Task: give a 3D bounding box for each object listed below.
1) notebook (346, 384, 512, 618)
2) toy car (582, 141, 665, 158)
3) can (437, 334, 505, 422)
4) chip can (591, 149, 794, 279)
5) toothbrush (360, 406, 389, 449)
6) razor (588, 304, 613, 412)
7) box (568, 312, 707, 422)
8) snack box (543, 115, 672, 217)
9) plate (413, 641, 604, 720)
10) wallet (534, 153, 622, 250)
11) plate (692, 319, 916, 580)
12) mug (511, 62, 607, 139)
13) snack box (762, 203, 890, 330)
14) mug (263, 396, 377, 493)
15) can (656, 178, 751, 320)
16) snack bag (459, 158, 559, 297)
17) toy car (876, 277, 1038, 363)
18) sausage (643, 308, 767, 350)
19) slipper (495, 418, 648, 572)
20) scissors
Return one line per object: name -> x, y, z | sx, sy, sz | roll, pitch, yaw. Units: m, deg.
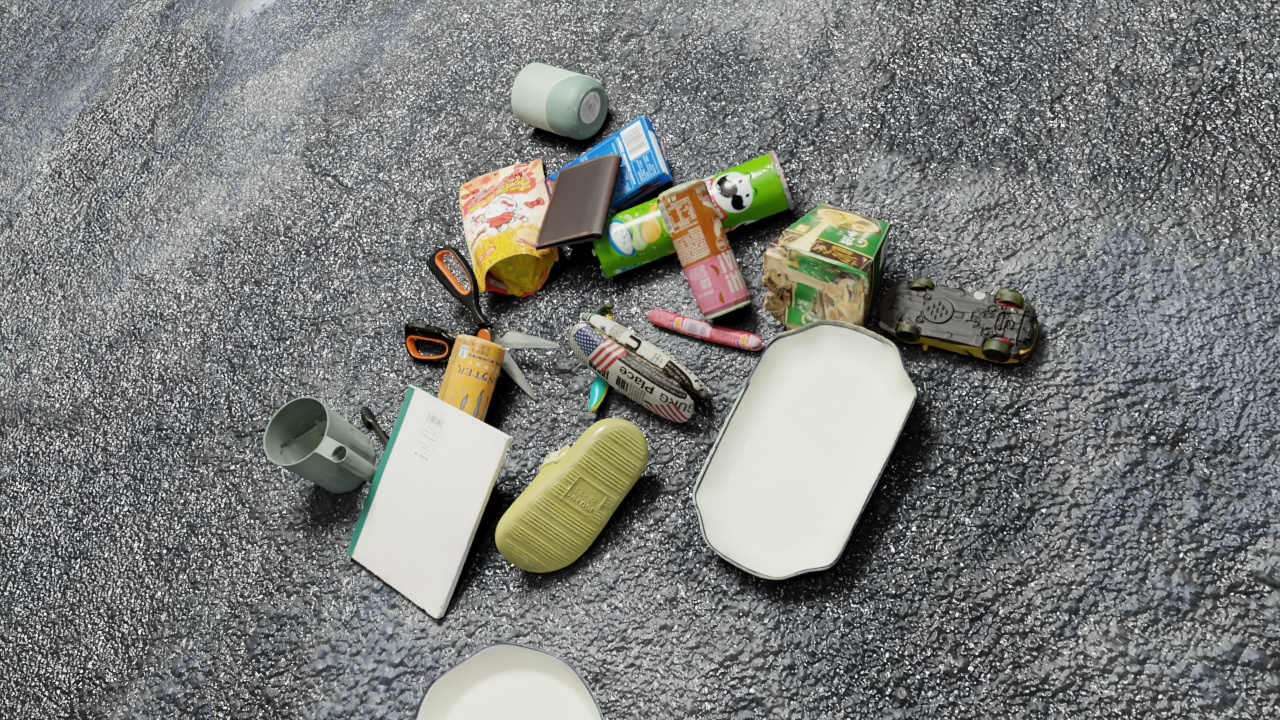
notebook -> -0.233, 0.149, 0.993 | 0.150, 0.012, 0.209 | 24, 96, 28
toy car -> -0.024, -0.247, 1.159 | 0.123, 0.037, 0.056 | -5, 76, 28
can -> -0.200, 0.047, 1.037 | 0.058, 0.058, 0.146 | 13, 83, 26
chip can -> 0.056, -0.168, 1.069 | 0.236, 0.072, 0.072 | -20, 58, 10
toothbrush -> -0.275, 0.122, 1.063 | 0.026, 0.027, 0.212 | -12, 44, -40
razor -> -0.046, 0.001, 1.041 | 0.043, 0.028, 0.132 | -29, 48, 44
box -> -0.011, 0.012, 0.982 | 0.163, 0.074, 0.079 | 35, 84, 13
snack box -> -0.042, -0.223, 1.128 | 0.157, 0.026, 0.084 | -28, 68, 23
plate -> -0.123, 0.372, 0.860 | 0.205, 0.045, 0.204 | -9, 60, 16
wallet -> -0.073, -0.187, 1.085 | 0.097, 0.020, 0.122 | -9, 54, 32
plate -> 0.161, 0.087, 0.901 | 0.162, 0.034, 0.265 | 22, 79, 27
mug -> -0.096, -0.348, 1.222 | 0.106, 0.082, 0.111 | 23, 42, 29
snack box -> 0.202, -0.095, 0.953 | 0.117, 0.118, 0.105 | 24, 56, 25
mug -> -0.351, 0.107, 1.051 | 0.124, 0.103, 0.083 | 22, 72, 27
can -> 0.069, -0.121, 1.004 | 0.058, 0.058, 0.147 | -22, 93, 8
snack bag -> -0.169, -0.175, 1.167 | 0.129, 0.073, 0.207 | -23, 50, 8
toy car -> 0.317, -0.041, 0.921 | 0.156, 0.041, 0.071 | 13, 68, 24
sausage -> 0.071, -0.033, 1.021 | 0.156, 0.020, 0.020 | 17, 70, 27
slipper -> -0.070, 0.135, 0.956 | 0.190, 0.091, 0.081 | -47, 18, 2
scissors -> -0.200, -0.035, 1.097 | 0.224, 0.021, 0.221 | -26, 82, 27
